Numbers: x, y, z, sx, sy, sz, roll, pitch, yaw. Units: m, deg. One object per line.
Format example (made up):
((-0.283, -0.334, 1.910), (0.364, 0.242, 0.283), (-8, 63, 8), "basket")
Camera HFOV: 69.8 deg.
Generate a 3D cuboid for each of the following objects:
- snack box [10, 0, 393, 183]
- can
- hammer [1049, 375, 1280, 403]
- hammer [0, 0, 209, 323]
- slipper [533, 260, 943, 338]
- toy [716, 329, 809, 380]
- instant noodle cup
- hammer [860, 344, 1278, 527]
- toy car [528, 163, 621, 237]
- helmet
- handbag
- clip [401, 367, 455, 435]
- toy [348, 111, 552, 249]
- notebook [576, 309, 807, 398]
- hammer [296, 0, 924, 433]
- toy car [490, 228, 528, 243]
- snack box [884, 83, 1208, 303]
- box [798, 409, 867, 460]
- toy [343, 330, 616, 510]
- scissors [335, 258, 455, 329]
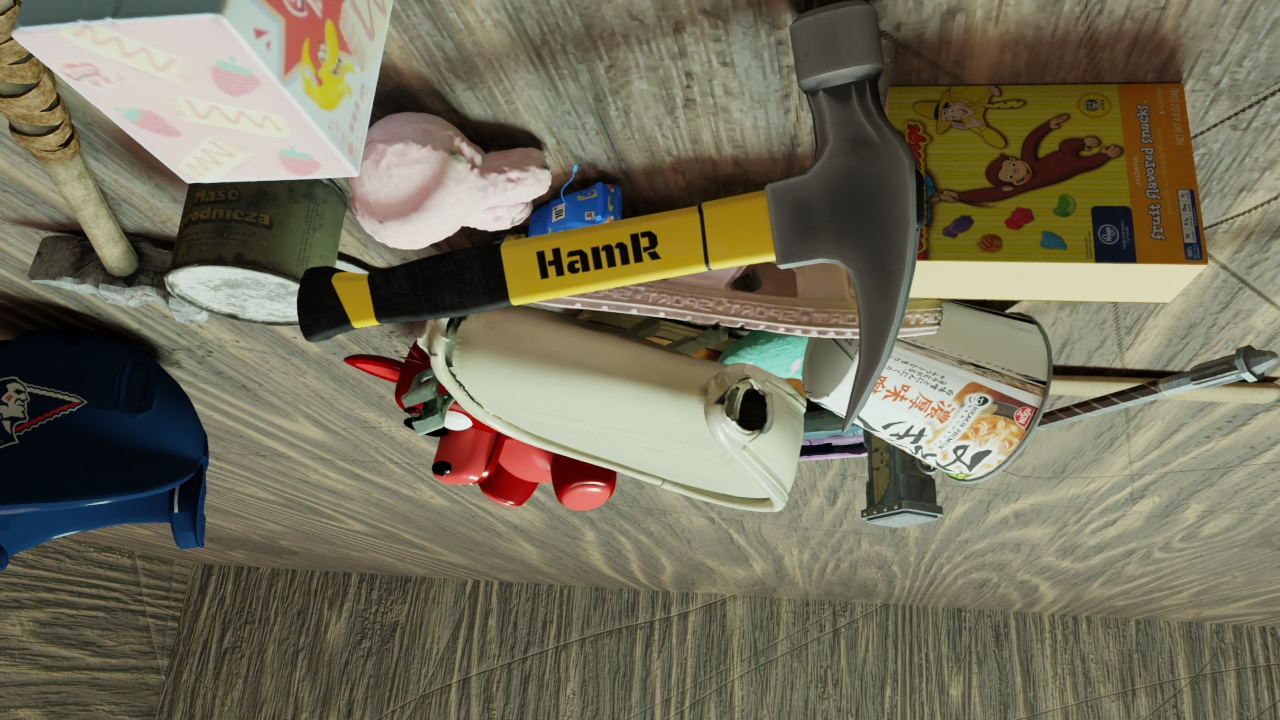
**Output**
((-0.150, -0.129, 0.337), (0.079, 0.092, 0.095), (0, 160, 12), "snack box")
((-0.227, -0.071, 0.548), (0.090, 0.074, 0.090), (3, 161, 1), "can")
((0.338, 0.023, 0.743), (0.331, 0.030, 0.119), (4, 160, 5), "hammer")
((-0.327, -0.106, 0.523), (0.121, 0.048, 0.320), (12, 158, -12), "hammer")
((0.051, -0.051, 0.533), (0.239, 0.064, 0.094), (6, -178, 14), "slipper")
((0.108, 0.005, 0.710), (0.105, 0.033, 0.085), (0, 139, -12), "toy")
((0.183, 0.006, 0.618), (0.121, 0.123, 0.124), (19, 157, -13), "instant noodle cup")
((0.275, 0.045, 0.642), (0.044, 0.098, 0.323), (12, 157, -25), "hammer")
((-0.047, -0.086, 0.513), (0.092, 0.033, 0.061), (-12, 161, 39), "toy car")
((-0.514, 0.084, 0.813), (0.232, 0.223, 0.272), (-6, -167, -12), "helmet")
((-0.004, 0.004, 0.603), (0.229, 0.131, 0.184), (11, 165, 14), "handbag")
((-0.134, 0.024, 0.585), (0.023, 0.044, 0.076), (-19, -167, -2), "clip")
((-0.103, -0.094, 0.495), (0.105, 0.053, 0.109), (1, 161, -22), "toy")
((0.029, 0.011, 0.789), (0.225, 0.024, 0.168), (13, 157, -21), "notebook")
((-0.033, -0.041, 0.433), (0.325, 0.170, 0.034), (-7, -173, 23), "hammer")
((-0.051, -0.057, 0.607), (0.105, 0.033, 0.048), (12, 157, -23), "toy car")
((0.175, -0.076, 0.416), (0.126, 0.088, 0.040), (2, 160, 9), "snack box")
((0.139, 0.073, 0.883), (0.215, 0.033, 0.076), (-8, -173, 33), "box")
((-0.122, 0.046, 0.736), (0.159, 0.120, 0.197), (-5, 148, 46), "toy")
((-0.166, -0.048, 0.680), (0.138, 0.019, 0.136), (4, 159, 7), "scissors")
